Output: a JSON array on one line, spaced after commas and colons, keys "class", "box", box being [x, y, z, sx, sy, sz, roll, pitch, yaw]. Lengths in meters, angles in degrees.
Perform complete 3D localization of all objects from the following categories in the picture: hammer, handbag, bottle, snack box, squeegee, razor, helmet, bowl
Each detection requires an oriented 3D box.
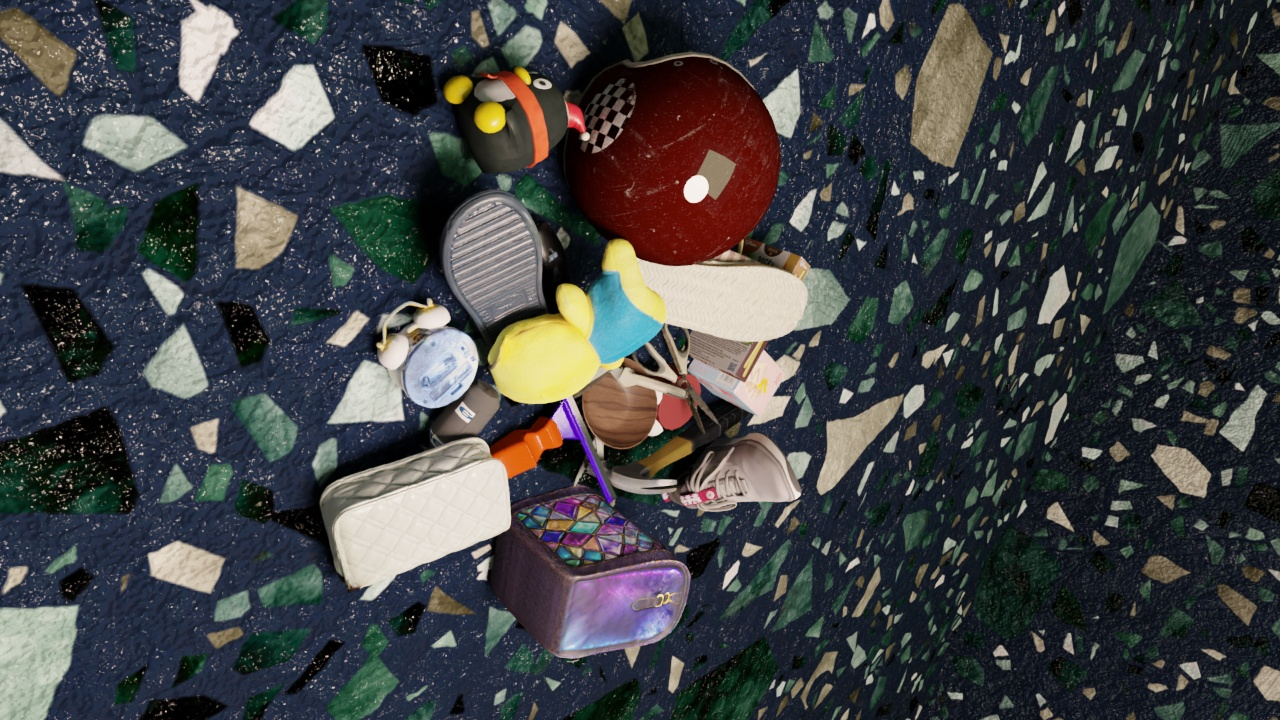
[{"class": "hammer", "box": [0.076, 0.110, 1.306, 0.332, 0.118, 0.025, -26, 125, -47]}, {"class": "handbag", "box": [-0.058, 0.264, 1.179, 0.221, 0.205, 0.126, -4, 113, -39]}, {"class": "handbag", "box": [-0.240, 0.163, 0.993, 0.194, 0.072, 0.139, -17, 131, -23]}, {"class": "bottle", "box": [-0.203, 0.071, 1.023, 0.112, 0.047, 0.047, -47, 143, 17]}, {"class": "snack box", "box": [0.147, -0.073, 1.285, 0.031, 0.101, 0.186, 33, 86, -50]}, {"class": "squeegee", "box": [-0.150, 0.112, 1.105, 0.184, 0.055, 0.250, -34, 114, -28]}, {"class": "razor", "box": [-0.097, -0.092, 1.041, 0.052, 0.064, 0.141, -41, 137, -26]}, {"class": "helmet", "box": [0.038, -0.222, 1.016, 0.234, 0.253, 0.233, -51, 130, -1]}, {"class": "snack box", "box": [0.141, 0.016, 1.335, 0.079, 0.093, 0.094, -57, 140, -7]}, {"class": "bowl", "box": [-0.034, 0.056, 1.194, 0.119, 0.032, 0.119, 6, 80, -36]}]

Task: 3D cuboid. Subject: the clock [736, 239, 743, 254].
[{"class": "clock", "box": [0.088, -0.147, 1.229, 0.129, 0.044, 0.099, 6, 106, -41]}]

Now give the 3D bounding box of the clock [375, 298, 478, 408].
[{"class": "clock", "box": [-0.225, -0.008, 0.960, 0.088, 0.052, 0.125, -44, 137, -21]}]

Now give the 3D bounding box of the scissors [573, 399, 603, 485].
[{"class": "scissors", "box": [-0.047, 0.091, 1.237, 0.164, 0.014, 0.142, -45, 135, -22]}]

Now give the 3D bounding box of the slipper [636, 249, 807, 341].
[{"class": "slipper", "box": [0.091, -0.092, 1.197, 0.262, 0.052, 0.115, 6, 106, -18]}]

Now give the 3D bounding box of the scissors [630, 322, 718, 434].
[{"class": "scissors", "box": [0.056, 0.015, 1.244, 0.163, 0.013, 0.153, 24, 70, -20]}]

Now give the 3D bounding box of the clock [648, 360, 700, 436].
[{"class": "clock", "box": [0.033, 0.054, 1.278, 0.124, 0.044, 0.087, -26, 128, -36]}]

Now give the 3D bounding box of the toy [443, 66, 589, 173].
[{"class": "toy", "box": [-0.120, -0.241, 0.907, 0.119, 0.097, 0.100, -31, 145, -22]}]

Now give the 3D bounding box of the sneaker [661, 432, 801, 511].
[{"class": "sneaker", "box": [0.126, 0.173, 1.310, 0.128, 0.263, 0.097, -31, 99, -22]}]

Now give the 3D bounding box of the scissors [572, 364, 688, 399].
[{"class": "scissors", "box": [-0.006, 0.003, 1.190, 0.179, 0.015, 0.199, 49, 60, -19]}]

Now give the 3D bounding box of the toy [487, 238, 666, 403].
[{"class": "toy", "box": [-0.071, -0.022, 0.998, 0.214, 0.084, 0.149, -32, 145, 4]}]

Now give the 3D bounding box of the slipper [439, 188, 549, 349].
[{"class": "slipper", "box": [-0.158, -0.096, 0.969, 0.101, 0.082, 0.264, -27, 150, -12]}]
